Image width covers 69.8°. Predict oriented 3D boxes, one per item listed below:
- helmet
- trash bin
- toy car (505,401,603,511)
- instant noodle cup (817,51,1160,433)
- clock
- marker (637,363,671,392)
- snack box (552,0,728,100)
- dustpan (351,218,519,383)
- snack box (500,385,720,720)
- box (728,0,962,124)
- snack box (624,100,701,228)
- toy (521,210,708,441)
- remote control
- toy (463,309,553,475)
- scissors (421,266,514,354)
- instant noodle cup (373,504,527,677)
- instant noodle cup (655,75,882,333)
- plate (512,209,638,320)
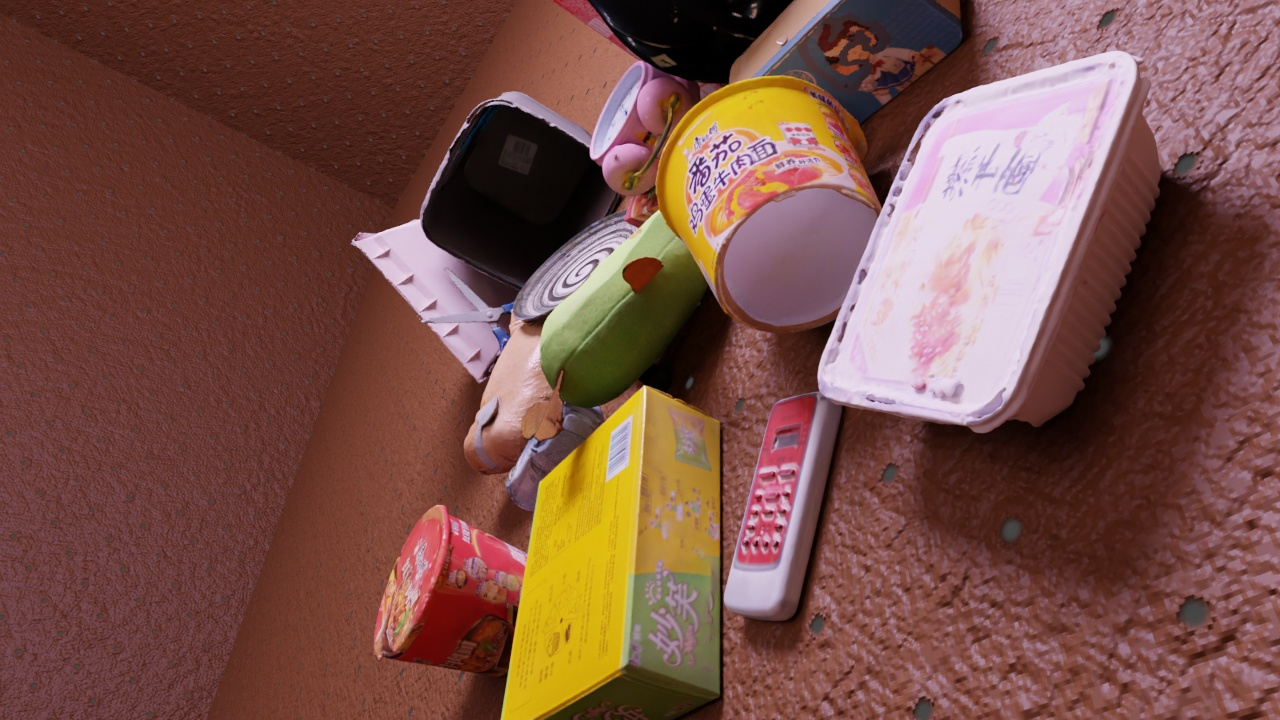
[{"bbox_3d":[0.060,-0.344,0.757,0.275,0.233,0.230,5,110,65],"label":"helmet"},{"bbox_3d":[-0.148,-0.229,1.159,0.199,0.198,0.219,-56,18,20],"label":"trash bin"},{"bbox_3d":[-0.078,0.086,0.840,0.121,0.054,0.036,-60,21,13],"label":"toy car"},{"bbox_3d":[0.168,-0.045,0.433,0.173,0.060,0.138,-65,22,-5],"label":"instant noodle cup"},{"bbox_3d":[0.004,-0.213,0.848,0.117,0.059,0.158,-57,25,21],"label":"clock"},{"bbox_3d":[-0.005,0.005,0.808,0.022,0.020,0.132,-39,21,-7],"label":"marker"},{"bbox_3d":[0.003,-0.338,0.909,0.058,0.207,0.057,-1,63,64],"label":"snack box"},{"bbox_3d":[-0.258,-0.072,1.181,0.139,0.222,0.272,-35,7,31],"label":"dustpan"},{"bbox_3d":[-0.018,0.145,0.627,0.158,0.070,0.209,-44,30,40],"label":"snack box"},{"bbox_3d":[0.133,-0.212,0.648,0.185,0.089,0.059,-39,34,50],"label":"box"},{"bbox_3d":[0.046,-0.182,0.861,0.127,0.044,0.113,-4,63,64],"label":"snack box"},{"bbox_3d":[-0.016,-0.034,0.737,0.246,0.090,0.227,-49,0,-14],"label":"toy"},{"bbox_3d":[0.083,0.083,0.537,0.056,0.020,0.135,-18,50,59],"label":"remote control"},{"bbox_3d":[-0.121,0.016,0.975,0.144,0.082,0.225,-24,41,38],"label":"toy"},{"bbox_3d":[-0.162,-0.046,1.063,0.162,0.175,0.012,67,159,7],"label":"scissors"},{"bbox_3d":[-0.155,0.208,0.808,0.138,0.108,0.137,-48,28,35],"label":"instant noodle cup"},{"bbox_3d":[0.087,-0.092,0.578,0.138,0.138,0.109,-51,33,29],"label":"instant noodle cup"},{"bbox_3d":[-0.061,-0.098,0.984,0.180,0.024,0.179,-32,26,17],"label":"plate"}]
